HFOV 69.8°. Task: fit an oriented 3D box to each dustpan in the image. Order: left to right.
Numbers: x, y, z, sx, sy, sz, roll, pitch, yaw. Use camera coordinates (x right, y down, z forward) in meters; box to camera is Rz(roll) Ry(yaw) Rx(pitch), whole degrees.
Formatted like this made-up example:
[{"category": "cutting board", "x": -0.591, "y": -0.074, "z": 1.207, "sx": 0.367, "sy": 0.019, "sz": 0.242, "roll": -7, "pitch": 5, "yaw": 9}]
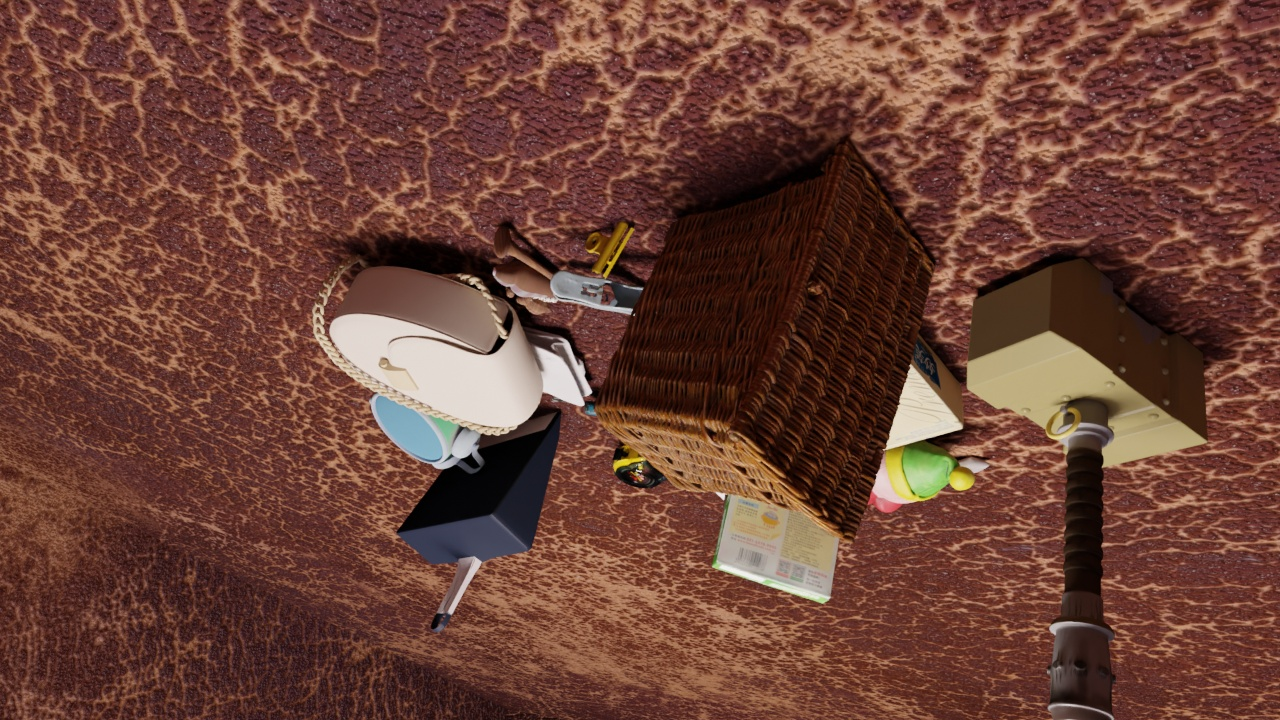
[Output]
[{"category": "dustpan", "x": -0.210, "y": 0.208, "z": 1.170, "sx": 0.237, "sy": 0.272, "sz": 0.080, "roll": -19, "pitch": 120, "yaw": 46}]

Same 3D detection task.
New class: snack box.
[{"category": "snack box", "x": 0.162, "y": 0.174, "z": 1.038, "sx": 0.132, "sy": 0.167, "sz": 0.027, "roll": 18, "pitch": 150, "yaw": -2}, {"category": "snack box", "x": 0.178, "y": 0.034, "z": 0.880, "sx": 0.208, "sy": 0.055, "sz": 0.153, "roll": -22, "pitch": 134, "yaw": 34}]

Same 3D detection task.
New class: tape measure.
[{"category": "tape measure", "x": 0.001, "y": 0.134, "z": 1.184, "sx": 0.072, "sy": 0.042, "sz": 0.071, "roll": -12, "pitch": 141, "yaw": 34}]

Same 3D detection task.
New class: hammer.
[{"category": "hammer", "x": 0.331, "y": 0.108, "z": 0.684, "sx": 0.190, "sy": 0.324, "sz": 0.101, "roll": 30, "pitch": 148, "yaw": -21}]

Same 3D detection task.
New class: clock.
[{"category": "clock", "x": -0.261, "y": 0.080, "z": 1.168, "sx": 0.161, "sy": 0.075, "sz": 0.122, "roll": 46, "pitch": 143, "yaw": -9}]

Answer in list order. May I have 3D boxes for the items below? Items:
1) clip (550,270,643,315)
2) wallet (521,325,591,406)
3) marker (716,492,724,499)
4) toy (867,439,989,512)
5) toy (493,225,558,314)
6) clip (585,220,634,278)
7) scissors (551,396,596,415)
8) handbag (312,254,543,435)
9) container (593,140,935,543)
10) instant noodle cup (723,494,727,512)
[{"category": "clip", "x": -0.003, "y": -0.055, "z": 0.832, "sx": 0.163, "sy": 0.028, "sz": 0.108, "roll": 10, "pitch": 177, "yaw": 0}, {"category": "wallet", "x": -0.102, "y": 0.003, "z": 1.032, "sx": 0.086, "sy": 0.032, "sz": 0.116, "roll": 19, "pitch": 154, "yaw": 19}, {"category": "marker", "x": 0.135, "y": 0.192, "z": 1.226, "sx": 0.025, "sy": 0.025, "sz": 0.126, "roll": -8, "pitch": 142, "yaw": 36}, {"category": "toy", "x": 0.294, "y": 0.124, "z": 0.974, "sx": 0.124, "sy": 0.096, "sz": 0.132, "roll": 27, "pitch": 130, "yaw": -29}, {"category": "toy", "x": -0.111, "y": -0.081, "z": 0.883, "sx": 0.055, "sy": 0.041, "sz": 0.101, "roll": -32, "pitch": 137, "yaw": 25}, {"category": "clip", "x": -0.025, "y": -0.097, "z": 0.817, "sx": 0.035, "sy": 0.053, "sz": 0.046, "roll": 29, "pitch": 179, "yaw": -28}, {"category": "scissors", "x": -0.027, "y": 0.062, "z": 1.078, "sx": 0.149, "sy": 0.019, "sz": 0.122, "roll": 7, "pitch": -174, "yaw": -24}, {"category": "handbag", "x": -0.213, "y": -0.017, "z": 0.974, "sx": 0.209, "sy": 0.103, "sz": 0.211, "roll": 12, "pitch": 152, "yaw": 14}, {"category": "container", "x": 0.088, "y": -0.010, "z": 0.712, "sx": 0.184, "sy": 0.249, "sz": 0.162, "roll": -1, "pitch": 146, "yaw": 44}, {"category": "instant noodle cup", "x": 0.173, "y": 0.193, "z": 1.153, "sx": 0.108, "sy": 0.102, "sz": 0.102, "roll": -13, "pitch": 139, "yaw": 29}]
